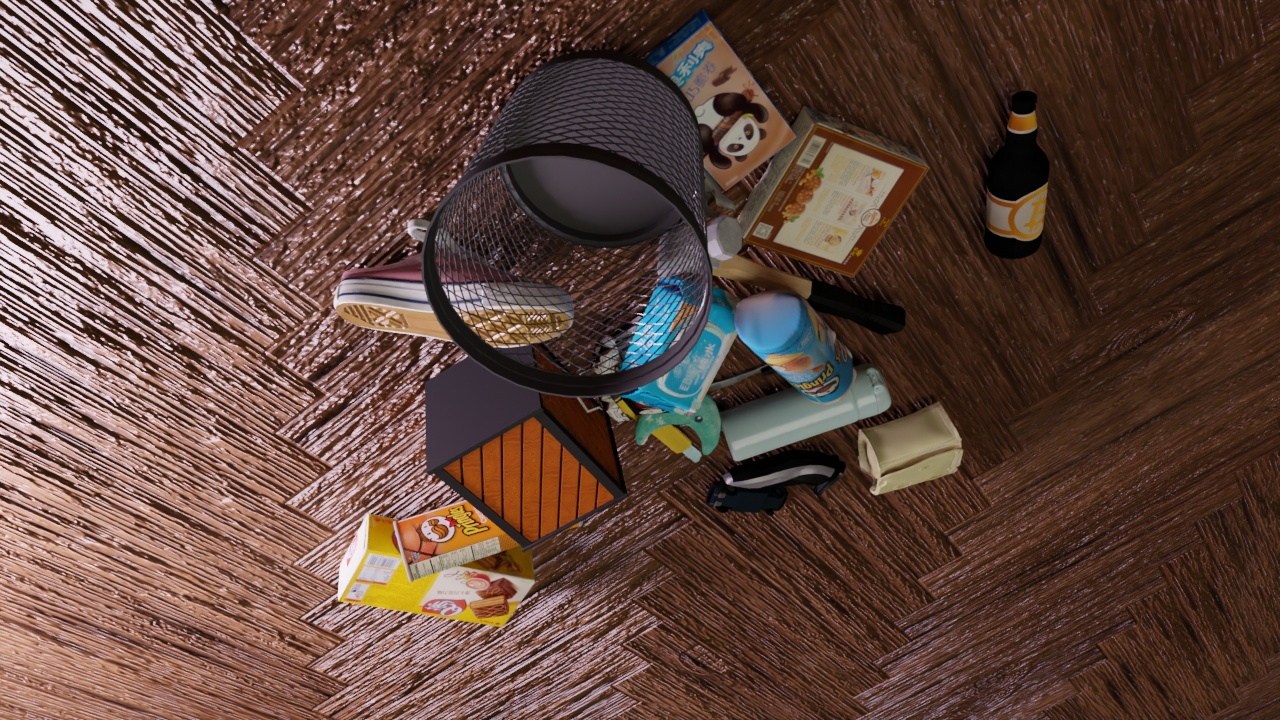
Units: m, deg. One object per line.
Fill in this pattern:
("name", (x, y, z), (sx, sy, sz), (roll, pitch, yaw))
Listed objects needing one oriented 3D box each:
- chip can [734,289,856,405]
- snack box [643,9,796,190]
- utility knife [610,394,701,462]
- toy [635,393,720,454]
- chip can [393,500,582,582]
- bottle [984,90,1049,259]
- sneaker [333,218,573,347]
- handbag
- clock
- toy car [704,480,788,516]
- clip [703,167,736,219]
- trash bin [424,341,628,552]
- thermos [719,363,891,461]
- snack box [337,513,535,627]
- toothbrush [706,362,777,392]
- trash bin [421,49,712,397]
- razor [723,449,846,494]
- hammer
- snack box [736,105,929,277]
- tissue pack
("chip can", (0.173, -0.016, 0.994), (0.080, 0.079, 0.229), (-32, 153, 14))
("snack box", (0.069, -0.239, 0.857), (0.087, 0.034, 0.151), (-36, 128, 18))
("utility knife", (0.022, 0.083, 1.132), (0.031, 0.017, 0.179), (-33, 126, 21))
("toy", (0.050, 0.070, 1.098), (0.105, 0.033, 0.085), (12, 109, -12))
("chip can", (-0.184, 0.199, 1.117), (0.214, 0.075, 0.075), (-16, 133, -15))
("bottle", (0.394, -0.194, 0.957), (0.059, 0.059, 0.182), (-16, 132, 0))
("sneaker", (-0.179, -0.073, 0.906), (0.241, 0.087, 0.118), (5, 155, 8))
("handbag", (0.355, 0.122, 1.207), (0.119, 0.081, 0.111), (-19, 144, -1))
("clock", (-0.006, 0.006, 1.023), (0.154, 0.065, 0.115), (-22, 131, -17))
("toy car", (0.143, 0.182, 1.236), (0.112, 0.034, 0.046), (6, 128, -18))
("clip", (0.072, -0.170, 0.904), (0.050, 0.101, 0.058), (-24, 89, 16))
("trash bin", (-0.128, 0.087, 1.018), (0.140, 0.139, 0.172), (-30, 130, 12))
("thermos", (0.203, 0.062, 1.127), (0.207, 0.065, 0.078), (-19, 153, 3))
("snack box", (-0.266, 0.279, 1.202), (0.230, 0.061, 0.110), (18, 124, -26))
("toothbrush", (0.094, 0.028, 1.108), (0.167, 0.013, 0.013), (-16, 131, 3))
("trash bin", (-0.045, -0.125, 0.769), (0.218, 0.226, 0.218), (3, 130, 4))
("razor", (0.187, 0.146, 1.206), (0.156, 0.057, 0.060), (3, 101, -6))
("hammer", (0.162, -0.079, 0.985), (0.327, 0.039, 0.131), (14, 165, -33))
("snack box", (0.195, -0.169, 0.942), (0.147, 0.041, 0.143), (14, 125, -24))
("tissue pack", (0.042, -0.012, 0.951), (0.092, 0.061, 0.144), (15, 107, -37))
